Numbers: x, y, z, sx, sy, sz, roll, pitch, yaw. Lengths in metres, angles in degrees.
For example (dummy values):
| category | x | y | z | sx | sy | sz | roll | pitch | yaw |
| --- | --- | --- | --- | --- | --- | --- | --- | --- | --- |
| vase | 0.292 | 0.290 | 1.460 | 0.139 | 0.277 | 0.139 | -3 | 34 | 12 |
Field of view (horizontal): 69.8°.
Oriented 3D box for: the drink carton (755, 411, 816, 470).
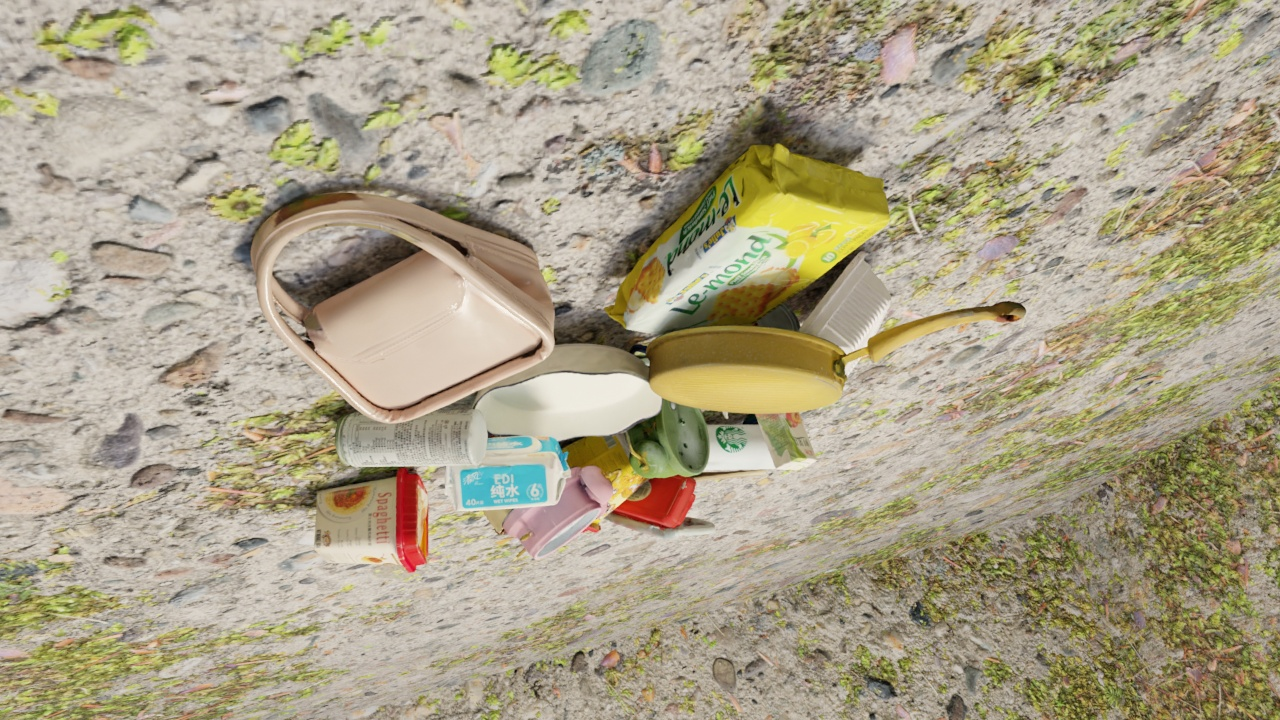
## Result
| category | x | y | z | sx | sy | sz | roll | pitch | yaw |
| --- | --- | --- | --- | --- | --- | --- | --- | --- | --- |
| drink carton | 0.190 | 0.089 | 1.247 | 0.046 | 0.122 | 0.053 | -33 | 153 | 33 |

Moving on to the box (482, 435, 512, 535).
| category | x | y | z | sx | sy | sz | roll | pitch | yaw |
| --- | --- | --- | --- | --- | --- | --- | --- | --- | --- |
| box | -0.166 | 0.149 | 1.144 | 0.077 | 0.091 | 0.169 | -28 | 163 | -32 |

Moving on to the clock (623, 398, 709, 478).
| category | x | y | z | sx | sy | sz | roll | pitch | yaw |
| --- | --- | --- | --- | --- | --- | --- | --- | --- | --- |
| clock | 0.026 | 0.092 | 1.147 | 0.056 | 0.116 | 0.161 | -20 | 161 | 29 |

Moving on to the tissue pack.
| category | x | y | z | sx | sy | sz | roll | pitch | yaw |
| --- | --- | --- | --- | --- | --- | --- | --- | --- | --- |
| tissue pack | -0.147 | 0.120 | 1.006 | 0.140 | 0.063 | 0.090 | -3 | -169 | -6 |

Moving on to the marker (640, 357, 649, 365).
| category | x | y | z | sx | sy | sz | roll | pitch | yaw |
| --- | --- | --- | --- | --- | --- | --- | --- | --- | --- |
| marker | -0.006 | 0.006 | 1.057 | 0.145 | 0.017 | 0.017 | -7 | 154 | -26 |

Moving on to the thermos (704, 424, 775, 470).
| category | x | y | z | sx | sy | sz | roll | pitch | yaw |
| --- | --- | --- | --- | --- | --- | --- | --- | --- | --- |
| thermos | 0.121 | 0.122 | 1.307 | 0.224 | 0.073 | 0.073 | 2 | 151 | -19 |

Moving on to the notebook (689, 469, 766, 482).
| category | x | y | z | sx | sy | sz | roll | pitch | yaw |
| --- | --- | --- | --- | --- | --- | --- | --- | --- | --- |
| notebook | 0.068 | 0.178 | 1.396 | 0.149 | 0.012 | 0.212 | -2 | 174 | -30 |

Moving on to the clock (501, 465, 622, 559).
| category | x | y | z | sx | sy | sz | roll | pitch | yaw |
| --- | --- | --- | --- | --- | --- | --- | --- | --- | --- |
| clock | -0.088 | 0.176 | 1.109 | 0.158 | 0.060 | 0.117 | -34 | 164 | -21 |

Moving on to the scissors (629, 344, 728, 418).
| category | x | y | z | sx | sy | sz | roll | pitch | yaw |
| --- | --- | --- | --- | --- | --- | --- | --- | --- | --- |
| scissors | 0.072 | -0.003 | 1.007 | 0.174 | 0.012 | 0.163 | 13 | 129 | 6 |

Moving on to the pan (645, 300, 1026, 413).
| category | x | y | z | sx | sy | sz | roll | pitch | yaw |
| --- | --- | --- | --- | --- | --- | --- | --- | --- | --- |
| pan | 0.178 | -0.007 | 0.882 | 0.358 | 0.078 | 0.197 | -2 | 164 | 22 |

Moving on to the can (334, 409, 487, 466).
| category | x | y | z | sx | sy | sz | roll | pitch | yaw |
| --- | --- | --- | --- | --- | --- | --- | --- | --- | --- |
| can | -0.235 | 0.080 | 0.948 | 0.147 | 0.058 | 0.058 | -2 | 158 | 8 |

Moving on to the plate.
| category | x | y | z | sx | sy | sz | roll | pitch | yaw |
| --- | --- | --- | --- | --- | --- | --- | --- | --- | --- |
| plate | -0.079 | 0.037 | 0.997 | 0.205 | 0.045 | 0.205 | -6 | 158 | -3 |

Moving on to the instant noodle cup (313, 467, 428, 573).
| category | x | y | z | sx | sy | sz | roll | pitch | yaw |
| --- | --- | --- | --- | --- | --- | --- | --- | --- | --- |
| instant noodle cup | -0.332 | 0.202 | 1.141 | 0.124 | 0.116 | 0.117 | -3 | 155 | -5 |

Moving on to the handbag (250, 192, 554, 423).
| category | x | y | z | sx | sy | sz | roll | pitch | yaw |
| --- | --- | --- | --- | --- | --- | --- | --- | --- | --- |
| handbag | -0.199 | -0.051 | 0.733 | 0.194 | 0.093 | 0.234 | -26 | 147 | 17 |

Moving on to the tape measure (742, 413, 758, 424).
| category | x | y | z | sx | sy | sz | roll | pitch | yaw |
| --- | --- | --- | --- | --- | --- | --- | --- | --- | --- |
| tape measure | 0.186 | 0.089 | 1.363 | 0.055 | 0.025 | 0.058 | -36 | 141 | 30 |

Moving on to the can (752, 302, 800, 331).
| category | x | y | z | sx | sy | sz | roll | pitch | yaw |
| --- | --- | --- | --- | --- | --- | --- | --- | --- | --- |
| can | 0.125 | -0.022 | 1.028 | 0.066 | 0.066 | 0.094 | 0 | 150 | -36 |

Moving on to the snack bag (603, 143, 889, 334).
| category | x | y | z | sx | sy | sz | roll | pitch | yaw |
| --- | --- | --- | --- | --- | --- | --- | --- | --- | --- |
| snack bag | 0.094 | -0.101 | 0.832 | 0.157 | 0.068 | 0.247 | 3 | 150 | -39 |

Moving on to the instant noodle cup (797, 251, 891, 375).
| category | x | y | z | sx | sy | sz | roll | pitch | yaw |
| --- | --- | --- | --- | --- | --- | --- | --- | --- | --- |
| instant noodle cup | 0.221 | -0.026 | 1.022 | 0.137 | 0.060 | 0.174 | -50 | 165 | -18 |

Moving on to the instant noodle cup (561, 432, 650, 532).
| category | x | y | z | sx | sy | sz | roll | pitch | yaw |
| --- | --- | --- | --- | --- | --- | --- | --- | --- | --- |
| instant noodle cup | -0.062 | 0.154 | 1.234 | 0.124 | 0.116 | 0.116 | -35 | 154 | 7 |

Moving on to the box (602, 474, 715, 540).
| category | x | y | z | sx | sy | sz | roll | pitch | yaw |
| --- | --- | --- | --- | --- | --- | --- | --- | --- | --- |
| box | 0.018 | 0.206 | 1.287 | 0.098 | 0.095 | 0.202 | 38 | 160 | -31 |
